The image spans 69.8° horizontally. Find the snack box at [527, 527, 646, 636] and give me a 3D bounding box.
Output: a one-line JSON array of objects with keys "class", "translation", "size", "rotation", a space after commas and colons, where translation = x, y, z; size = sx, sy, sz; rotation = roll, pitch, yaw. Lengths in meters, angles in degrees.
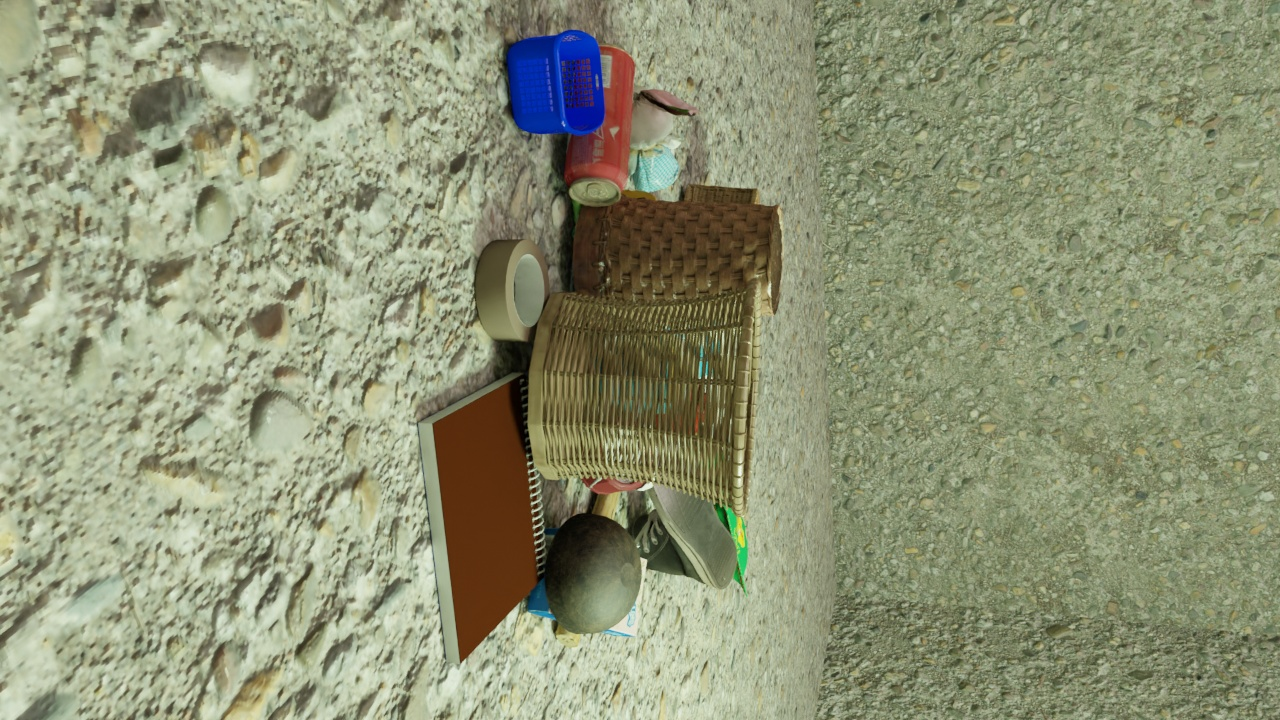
[{"class": "snack box", "translation": [-0.053, 0.238, 0.976], "size": [0.154, 0.033, 0.087], "rotation": [33, 59, -47]}]

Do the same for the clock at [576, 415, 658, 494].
[{"class": "clock", "translation": [-0.022, 0.107, 1.039], "size": [0.124, 0.044, 0.087], "rotation": [-1, 79, -42]}]

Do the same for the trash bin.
[{"class": "trash bin", "translation": [0.048, -0.109, 1.012], "size": [0.151, 0.210, 0.151], "rotation": [3, 89, -75]}]

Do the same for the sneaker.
[{"class": "sneaker", "translation": [0.031, 0.195, 1.172], "size": [0.095, 0.120, 0.235], "rotation": [-60, 136, -34]}]

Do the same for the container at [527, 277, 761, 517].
[{"class": "container", "translation": [0.012, 0.029, 0.895], "size": [0.226, 0.196, 0.227], "rotation": [5, 89, -80]}]

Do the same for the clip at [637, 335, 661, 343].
[{"class": "clip", "translation": [0.016, -0.005, 1.256], "size": [0.127, 0.028, 0.113], "rotation": [64, 30, -55]}]

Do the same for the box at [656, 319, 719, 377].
[{"class": "box", "translation": [0.048, -0.109, 1.196], "size": [0.180, 0.074, 0.226], "rotation": [45, 27, -58]}]

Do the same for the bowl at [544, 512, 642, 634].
[{"class": "bowl", "translation": [-0.036, 0.215, 0.924], "size": [0.121, 0.056, 0.121], "rotation": [12, 75, -53]}]

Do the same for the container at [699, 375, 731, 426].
[{"class": "container", "translation": [0.096, 0.059, 1.419], "size": [0.080, 0.049, 0.129], "rotation": [67, 9, 23]}]

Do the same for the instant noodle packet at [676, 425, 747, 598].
[{"class": "instant noodle packet", "translation": [0.097, 0.192, 1.335], "size": [0.252, 0.090, 0.196], "rotation": [-115, -173, -48]}]

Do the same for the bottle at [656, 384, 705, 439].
[{"class": "bottle", "translation": [0.043, 0.052, 1.245], "size": [0.111, 0.099, 0.098], "rotation": [56, 39, -50]}]

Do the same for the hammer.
[{"class": "hammer", "translation": [-0.043, 0.173, 1.077], "size": [0.132, 0.033, 0.329], "rotation": [72, 26, -48]}]

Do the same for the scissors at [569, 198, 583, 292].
[{"class": "scissors", "translation": [-0.070, -0.138, 1.008], "size": [0.072, 0.033, 0.175], "rotation": [40, 49, -71]}]

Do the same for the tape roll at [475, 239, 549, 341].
[{"class": "tape roll", "translation": [-0.116, -0.064, 0.840], "size": [0.093, 0.030, 0.093], "rotation": [2, 90, -72]}]

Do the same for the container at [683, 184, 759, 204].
[{"class": "container", "translation": [0.117, -0.161, 1.408], "size": [0.113, 0.114, 0.198], "rotation": [69, 30, -58]}]

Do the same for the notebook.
[{"class": "notebook", "translation": [-0.133, 0.131, 0.817], "size": [0.171, 0.022, 0.209], "rotation": [-35, 124, -66]}]

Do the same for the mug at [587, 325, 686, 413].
[{"class": "mug", "translation": [-0.006, 0.006, 1.059], "size": [0.084, 0.104, 0.112], "rotation": [48, 44, -64]}]

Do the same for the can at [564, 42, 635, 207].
[{"class": "can", "translation": [-0.043, -0.252, 0.977], "size": [0.067, 0.067, 0.170], "rotation": [47, 43, -64]}]

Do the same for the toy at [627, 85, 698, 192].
[{"class": "toy", "translation": [0.011, -0.278, 1.120], "size": [0.205, 0.131, 0.105], "rotation": [52, 26, -71]}]

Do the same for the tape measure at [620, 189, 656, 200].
[{"class": "tape measure", "translation": [-0.007, -0.182, 1.117], "size": [0.030, 0.059, 0.068], "rotation": [74, 25, -42]}]

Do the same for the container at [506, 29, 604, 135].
[{"class": "container", "translation": [-0.082, -0.266, 0.886], "size": [0.114, 0.058, 0.096], "rotation": [-44, 132, -65]}]
